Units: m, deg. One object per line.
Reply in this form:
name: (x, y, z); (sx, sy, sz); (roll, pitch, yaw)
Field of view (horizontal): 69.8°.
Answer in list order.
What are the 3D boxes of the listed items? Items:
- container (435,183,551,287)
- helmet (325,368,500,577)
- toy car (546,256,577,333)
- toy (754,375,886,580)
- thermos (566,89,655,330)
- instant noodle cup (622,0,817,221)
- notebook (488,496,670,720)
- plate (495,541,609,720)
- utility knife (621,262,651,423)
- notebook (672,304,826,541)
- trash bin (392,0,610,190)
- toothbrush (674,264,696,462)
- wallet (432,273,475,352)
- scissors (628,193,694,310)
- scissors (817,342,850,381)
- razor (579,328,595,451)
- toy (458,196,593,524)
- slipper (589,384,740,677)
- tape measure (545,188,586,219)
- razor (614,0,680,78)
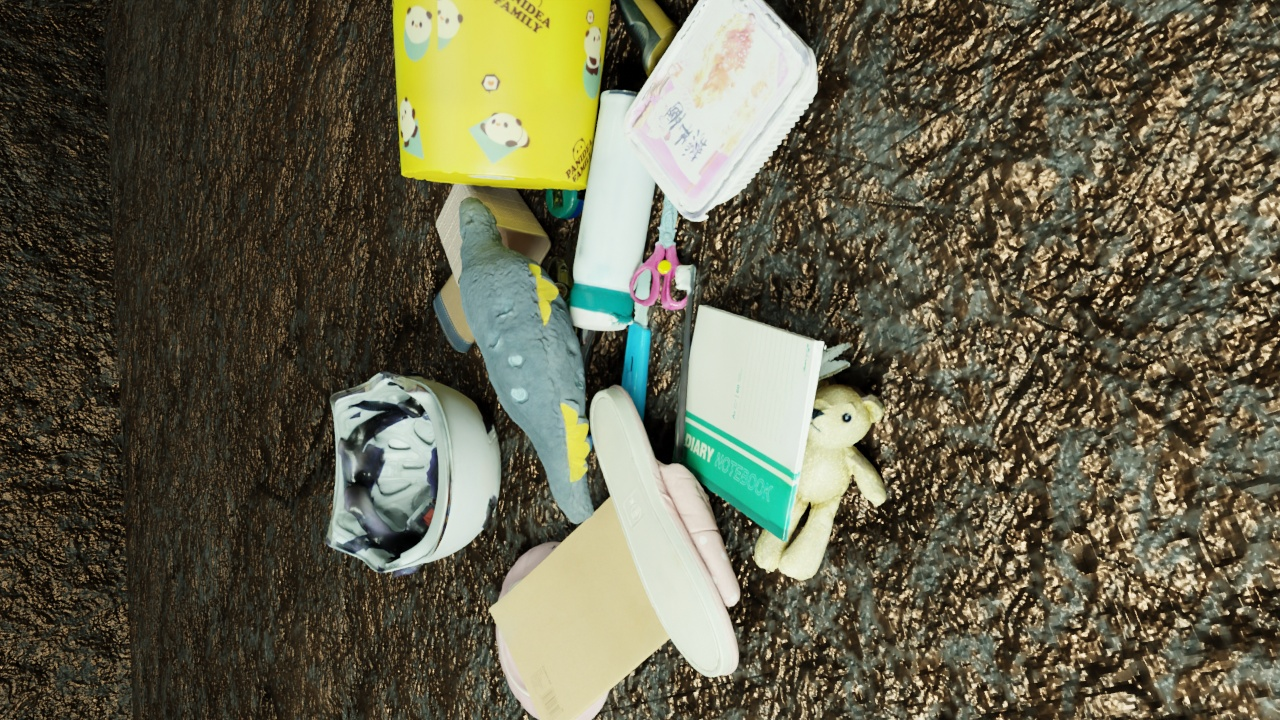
container: (-0.172, -0.145, 1.045); (0.090, 0.089, 0.111); (-56, 46, 30)
helmet: (-0.246, 0.128, 1.062); (0.259, 0.145, 0.229); (-10, 81, 40)
toy car: (-0.090, -0.030, 0.965); (0.070, 0.042, 0.158); (-157, 72, -74)
toy: (0.131, 0.090, 0.696); (0.105, 0.066, 0.157); (25, 99, 41)
thermos: (-0.026, -0.139, 0.883); (0.073, 0.073, 0.224); (13, 94, 48)
instant noodle cup: (0.075, -0.218, 0.781); (0.174, 0.060, 0.138); (-52, 59, 34)
notebook: (-0.050, 0.241, 0.887); (0.212, 0.012, 0.149); (-45, 55, 17)
plate: (-0.101, 0.288, 0.963); (0.193, 0.039, 0.192); (-5, 83, 48)
utility knife: (-0.005, 0.005, 0.895); (0.034, 0.018, 0.202); (6, 90, 50)
notebook: (0.080, 0.041, 0.746); (0.209, 0.012, 0.150); (-153, 70, -68)
trash bin: (-0.136, -0.302, 0.890); (0.230, 0.229, 0.255); (12, 101, 48)
toothbrush: (0.037, 0.001, 0.828); (0.016, 0.018, 0.181); (157, 116, -76)
wallet: (-0.208, -0.079, 1.121); (0.116, 0.033, 0.090); (-50, 55, 32)
scissors: (0.020, -0.113, 0.861); (0.064, 0.017, 0.135); (1, 80, 7)
scissors: (0.115, 0.005, 0.710); (0.142, 0.014, 0.174); (-101, 23, -46)
razor: (-0.062, 0.022, 0.954); (0.043, 0.022, 0.143); (10, 94, 47)
toy: (-0.113, -0.020, 0.880); (0.138, 0.091, 0.356); (118, 132, -68)
slipper: (0.026, 0.141, 0.804); (0.274, 0.054, 0.114); (64, 152, 27)
tape measure: (-0.081, -0.180, 0.988); (0.058, 0.025, 0.054); (-22, 70, 46)
razor: (0.018, -0.315, 0.875); (0.068, 0.062, 0.167); (-32, 53, 8)
